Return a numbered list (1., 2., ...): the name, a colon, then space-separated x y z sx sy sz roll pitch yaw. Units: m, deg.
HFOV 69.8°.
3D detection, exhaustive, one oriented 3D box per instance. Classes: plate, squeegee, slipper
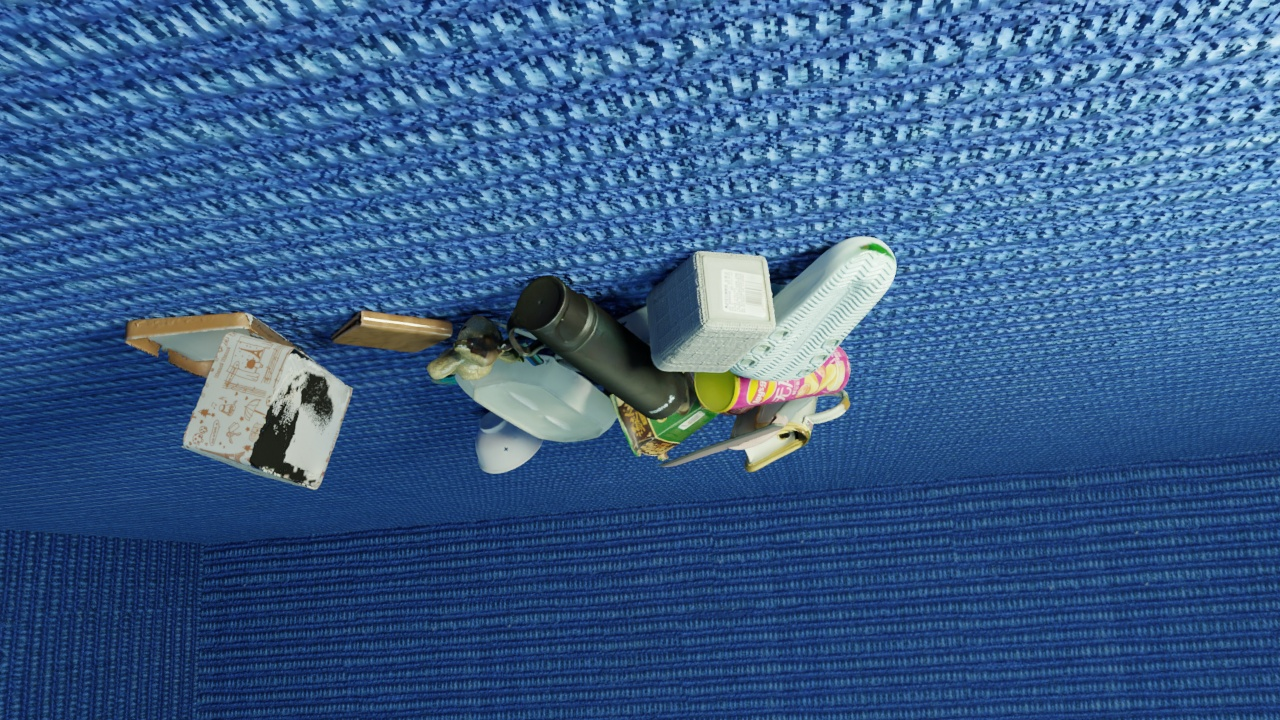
1. plate: 0.033 -0.025 1.075 0.164 0.034 0.164 10 159 -44
2. squeegee: 0.182 0.077 1.242 0.248 0.040 0.248 -29 180 -37
3. slipper: 0.164 -0.054 0.937 0.104 0.074 0.246 4 148 -25
4. plate: -0.135 0.058 1.239 0.162 0.034 0.265 -10 152 25

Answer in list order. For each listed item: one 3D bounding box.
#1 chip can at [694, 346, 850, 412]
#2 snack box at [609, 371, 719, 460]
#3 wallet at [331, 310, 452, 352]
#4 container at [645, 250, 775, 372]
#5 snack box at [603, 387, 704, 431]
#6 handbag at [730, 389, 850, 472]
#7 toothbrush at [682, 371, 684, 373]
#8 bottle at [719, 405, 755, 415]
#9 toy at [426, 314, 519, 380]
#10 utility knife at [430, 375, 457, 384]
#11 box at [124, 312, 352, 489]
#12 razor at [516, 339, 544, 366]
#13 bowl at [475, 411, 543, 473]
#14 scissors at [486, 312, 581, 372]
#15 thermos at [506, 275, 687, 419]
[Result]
1. chip can: 0.167 0.018 1.132 0.210 0.071 0.072 -5 170 -39
2. snack box: 0.035 0.056 1.197 0.106 0.117 0.118 -28 163 17
3. wallet: -0.275 -0.029 1.011 0.101 0.020 0.116 7 164 -32
4. container: 0.069 -0.048 0.895 0.090 0.090 0.115 1 161 -21
5. snack box: 0.022 0.064 1.332 0.126 0.053 0.113 4 170 21
6. handbag: 0.223 0.075 1.345 0.179 0.063 0.163 -28 -167 25
7. toothbrush: 0.068 -0.011 1.039 0.018 0.016 0.192 8 160 -17
8. bottle: 0.150 0.042 1.315 0.057 0.057 0.175 0 165 -15
9. toy: -0.192 -0.010 1.036 0.105 0.066 0.157 -5 174 -24
10. utility knife: -0.204 0.022 1.233 0.157 0.013 0.029 -6 165 8
11. box: -0.445 0.033 0.993 0.193 0.156 0.183 12 164 7
12. razor: -0.181 -0.005 1.118 0.143 0.022 0.043 -9 134 33
13. bowl: -0.219 0.115 1.457 0.118 0.118 0.065 -10 125 23
14. scissors: -0.093 -0.017 1.046 0.159 0.014 0.175 8 163 3
15. thermos: -0.046 -0.005 0.974 0.090 0.068 0.242 -29 144 19
